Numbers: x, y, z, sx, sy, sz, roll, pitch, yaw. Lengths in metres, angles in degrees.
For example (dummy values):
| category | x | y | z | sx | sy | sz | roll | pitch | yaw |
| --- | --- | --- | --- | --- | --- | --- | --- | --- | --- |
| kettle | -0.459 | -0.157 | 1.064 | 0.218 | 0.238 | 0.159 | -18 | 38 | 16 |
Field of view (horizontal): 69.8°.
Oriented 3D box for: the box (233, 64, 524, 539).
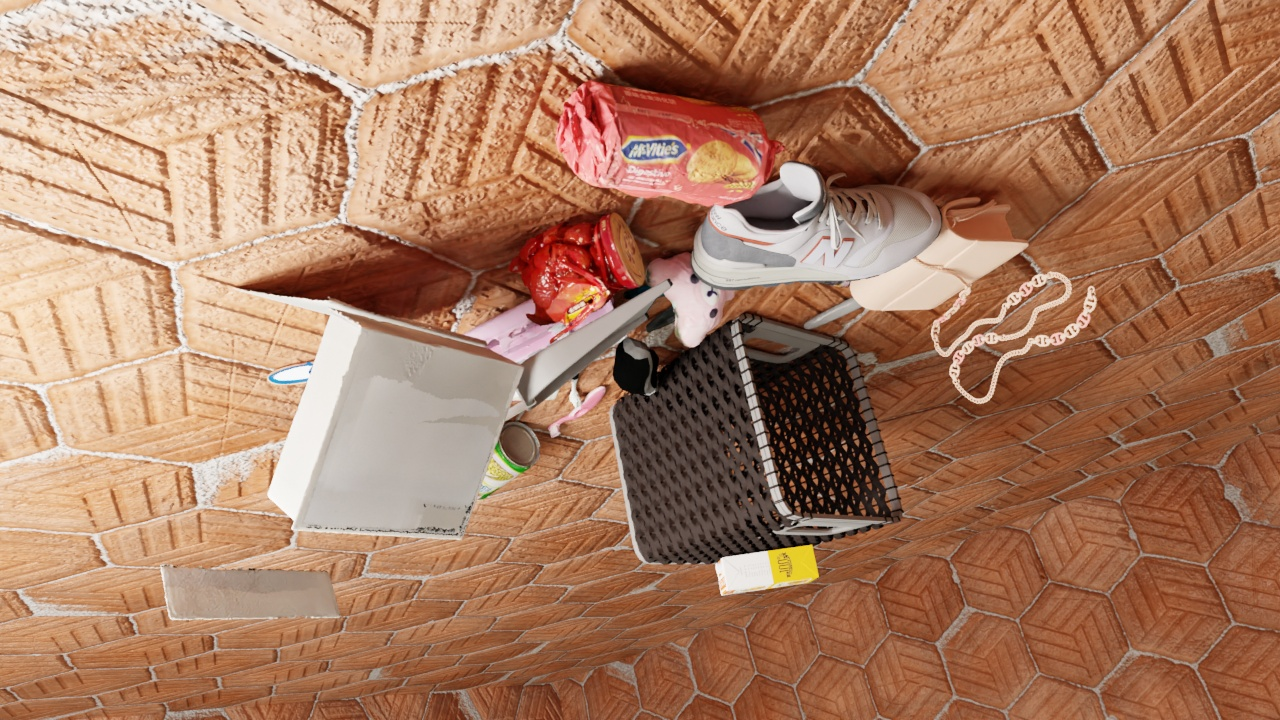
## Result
| category | x | y | z | sx | sy | sz | roll | pitch | yaw |
| --- | --- | --- | --- | --- | --- | --- | --- | --- | --- |
| box | -0.244 | -0.066 | 0.817 | 0.165 | 0.445 | 0.167 | -37 | 148 | 27 |

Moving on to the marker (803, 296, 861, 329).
| category | x | y | z | sx | sy | sz | roll | pitch | yaw |
| --- | --- | --- | --- | --- | --- | --- | --- | --- | --- |
| marker | 0.254 | -0.071 | 1.093 | 0.139 | 0.016 | 0.022 | -27 | 121 | 28 |

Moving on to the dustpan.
| category | x | y | z | sx | sy | sz | roll | pitch | yaw |
| --- | --- | --- | --- | --- | --- | --- | --- | --- | --- |
| dustpan | -0.086 | 0.014 | 0.873 | 0.257 | 0.033 | 0.163 | -30 | 177 | -10 |

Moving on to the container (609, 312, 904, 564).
| category | x | y | z | sx | sy | sz | roll | pitch | yaw |
| --- | --- | --- | --- | --- | --- | --- | --- | --- | --- |
| container | 0.135 | 0.118 | 1.159 | 0.247 | 0.245 | 0.244 | 11 | 148 | -43 |

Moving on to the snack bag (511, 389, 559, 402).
| category | x | y | z | sx | sy | sz | roll | pitch | yaw |
| --- | --- | --- | --- | --- | --- | --- | --- | --- | --- |
| snack bag | -0.196 | 0.023 | 1.026 | 0.225 | 0.041 | 0.078 | -2 | 152 | -20 |

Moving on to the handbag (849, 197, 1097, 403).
| category | x | y | z | sx | sy | sz | roll | pitch | yaw |
| --- | --- | --- | --- | --- | --- | --- | --- | --- | --- |
| handbag | 0.330 | -0.062 | 0.943 | 0.116 | 0.187 | 0.199 | -8 | 160 | -30 |

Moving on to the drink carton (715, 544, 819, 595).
| category | x | y | z | sx | sy | sz | roll | pitch | yaw |
| --- | --- | --- | --- | --- | --- | --- | --- | --- | --- |
| drink carton | 0.156 | 0.266 | 1.158 | 0.122 | 0.040 | 0.059 | -7 | 160 | -5 |

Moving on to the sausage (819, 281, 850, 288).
| category | x | y | z | sx | sy | sz | roll | pitch | yaw |
| --- | --- | --- | --- | --- | --- | --- | --- | --- | --- |
| sausage | 0.184 | -0.096 | 0.995 | 0.155 | 0.020 | 0.020 | 6 | 148 | -37 |

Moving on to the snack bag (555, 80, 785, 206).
| category | x | y | z | sx | sy | sz | roll | pitch | yaw |
| --- | --- | --- | --- | --- | --- | --- | --- | --- | --- |
| snack bag | 0.019 | -0.163 | 0.704 | 0.176 | 0.082 | 0.083 | 1 | 151 | -27 |

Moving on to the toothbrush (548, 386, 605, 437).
| category | x | y | z | sx | sy | sz | roll | pitch | yaw |
| --- | --- | --- | --- | --- | --- | --- | --- | --- | --- |
| toothbrush | -0.084 | 0.068 | 1.201 | 0.021 | 0.016 | 0.135 | 6 | 149 | -37 |

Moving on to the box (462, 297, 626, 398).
| category | x | y | z | sx | sy | sz | roll | pitch | yaw |
| --- | --- | --- | --- | --- | --- | --- | --- | --- | --- |
| box | -0.116 | -0.015 | 0.948 | 0.201 | 0.041 | 0.154 | -27 | 162 | -1 |

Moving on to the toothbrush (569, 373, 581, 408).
| category | x | y | z | sx | sy | sz | roll | pitch | yaw |
| --- | --- | --- | --- | --- | --- | --- | --- | --- | --- |
| toothbrush | -0.076 | 0.013 | 1.089 | 0.012 | 0.017 | 0.187 | -29 | 159 | -17 |

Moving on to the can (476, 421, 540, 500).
| category | x | y | z | sx | sy | sz | roll | pitch | yaw |
| --- | --- | --- | --- | --- | --- | --- | --- | --- | --- |
| can | -0.195 | 0.135 | 1.225 | 0.067 | 0.067 | 0.121 | 10 | 145 | -42 |

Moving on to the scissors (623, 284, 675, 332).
| category | x | y | z | sx | sy | sz | roll | pitch | yaw |
| --- | --- | --- | --- | --- | --- | --- | --- | --- | --- |
| scissors | 0.049 | -0.066 | 0.988 | 0.148 | 0.019 | 0.118 | -9 | 154 | -15 |

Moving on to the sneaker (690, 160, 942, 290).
| category | x | y | z | sx | sy | sz | roll | pitch | yaw |
| --- | --- | --- | --- | --- | --- | --- | --- | --- | --- |
| sneaker | 0.162 | -0.129 | 0.833 | 0.240 | 0.088 | 0.124 | -12 | 158 | 3 |

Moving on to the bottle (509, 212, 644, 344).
| category | x | y | z | sx | sy | sz | roll | pitch | yaw |
| --- | --- | --- | --- | --- | --- | --- | --- | --- | --- |
| bottle | -0.060 | -0.076 | 0.821 | 0.111 | 0.098 | 0.099 | -19 | 155 | 17 |

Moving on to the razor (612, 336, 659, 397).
| category | x | y | z | sx | sy | sz | roll | pitch | yaw |
| --- | --- | --- | --- | --- | --- | --- | --- | --- | --- |
| razor | -0.006 | 0.006 | 1.041 | 0.060 | 0.057 | 0.156 | -54 | 171 | -3 |

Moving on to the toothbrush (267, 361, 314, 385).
| category | x | y | z | sx | sy | sz | roll | pitch | yaw |
| --- | --- | --- | --- | --- | --- | --- | --- | --- | --- |
| toothbrush | -0.319 | 0.006 | 0.948 | 0.135 | 0.021 | 0.017 | -12 | -164 | -4 |

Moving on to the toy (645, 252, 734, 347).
| category | x | y | z | sx | sy | sz | roll | pitch | yaw |
| --- | --- | --- | --- | --- | --- | --- | --- | --- | --- |
| toy | 0.062 | -0.074 | 0.926 | 0.095 | 0.099 | 0.053 | -32 | -161 | -9 |
